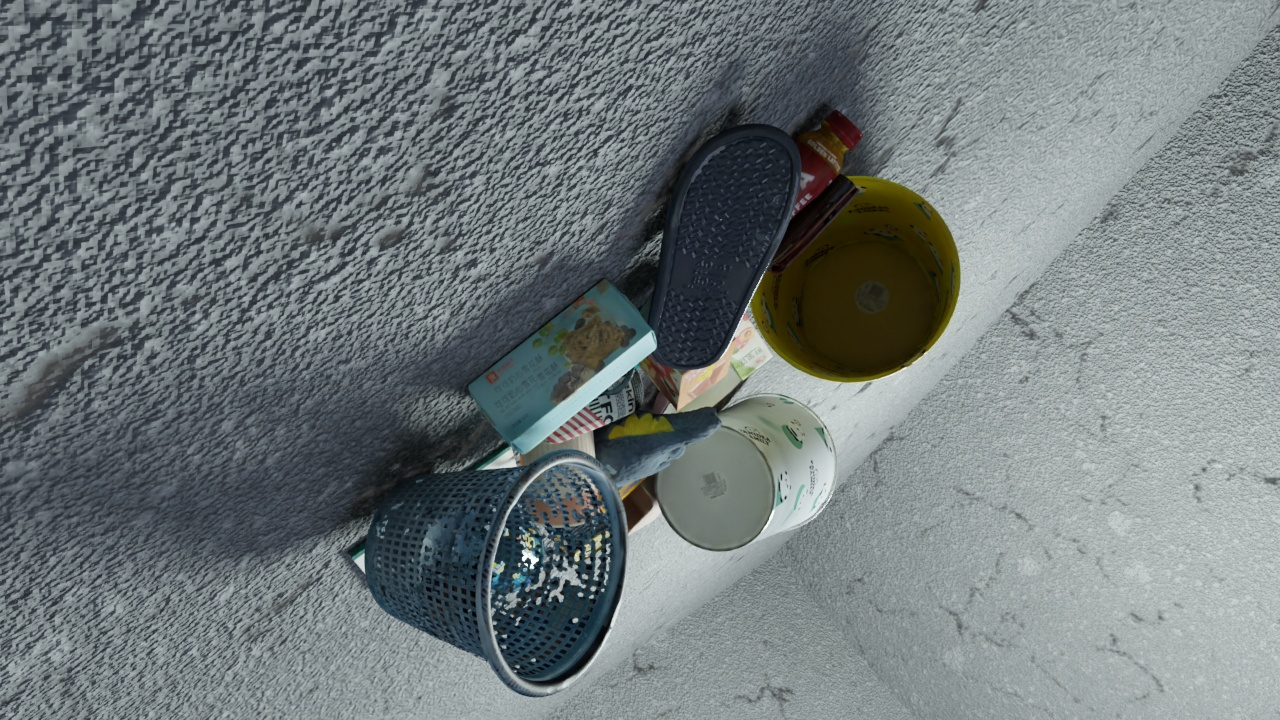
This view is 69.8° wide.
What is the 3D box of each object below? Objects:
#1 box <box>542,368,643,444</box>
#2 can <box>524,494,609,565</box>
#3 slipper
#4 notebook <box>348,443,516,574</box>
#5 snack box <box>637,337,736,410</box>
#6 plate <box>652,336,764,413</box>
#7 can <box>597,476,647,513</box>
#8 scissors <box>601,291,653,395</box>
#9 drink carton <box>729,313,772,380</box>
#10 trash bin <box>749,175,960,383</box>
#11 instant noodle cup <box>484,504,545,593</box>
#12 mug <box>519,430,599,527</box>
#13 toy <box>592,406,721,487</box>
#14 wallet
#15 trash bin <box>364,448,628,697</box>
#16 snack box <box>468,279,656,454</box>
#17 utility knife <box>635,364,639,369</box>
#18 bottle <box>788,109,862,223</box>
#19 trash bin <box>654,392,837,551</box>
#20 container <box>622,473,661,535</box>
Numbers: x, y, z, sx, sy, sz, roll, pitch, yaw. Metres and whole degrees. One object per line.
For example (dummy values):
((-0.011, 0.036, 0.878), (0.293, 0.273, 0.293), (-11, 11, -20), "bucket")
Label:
((-0.074, 0.038, 0.990), (0.086, 0.076, 0.162), (-6, -168, 46), "box")
((-0.093, 0.201, 1.202), (0.075, 0.111, 0.075), (-33, 159, -15), "can")
((0.066, -0.113, 0.884), (0.110, 0.083, 0.269), (9, 127, -11), "slipper")
((-0.229, 0.185, 1.066), (0.208, 0.012, 0.151), (-35, 158, -18), "notebook")
((0.044, -0.015, 1.022), (0.077, 0.093, 0.094), (-35, 160, -16), "snack box")
((0.086, 0.023, 1.258), (0.192, 0.039, 0.193), (-35, 159, -16), "plate")
((-0.050, 0.183, 1.316), (0.146, 0.058, 0.058), (-43, 160, 6), "can")
((-0.002, -0.037, 0.955), (0.164, 0.014, 0.163), (-7, 107, -26), "scissors")
((0.111, -0.033, 1.123), (0.053, 0.045, 0.122), (-40, 136, 1), "drink carton")
((0.268, -0.081, 1.124), (0.230, 0.229, 0.255), (-45, 165, 10), "trash bin")
((-0.176, 0.215, 1.082), (0.099, 0.099, 0.110), (-39, 150, -6), "instant noodle cup")
((-0.099, 0.118, 1.028), (0.081, 0.115, 0.106), (-11, 105, -36), "mug")
((-0.022, 0.105, 1.111), (0.137, 0.091, 0.357), (-7, 170, -18), "toy")
((0.169, -0.151, 0.974), (0.125, 0.032, 0.101), (-49, -161, 11), "wallet")
((-0.152, 0.193, 0.899), (0.226, 0.195, 0.226), (-4, 95, -58), "trash bin")
((-0.073, 0.006, 0.883), (0.174, 0.074, 0.052), (-39, 161, -6), "snack box")
((-0.006, 0.006, 1.094), (0.174, 0.013, 0.029), (-39, 159, -7), "utility knife")
((0.149, -0.175, 0.932), (0.175, 0.057, 0.057), (-46, 159, 15), "bottle")
((0.156, 0.173, 1.389), (0.230, 0.229, 0.251), (-49, 163, 20), "trash bin")
((-0.008, 0.206, 1.400), (0.090, 0.090, 0.110), (-49, 162, 20), "container")
